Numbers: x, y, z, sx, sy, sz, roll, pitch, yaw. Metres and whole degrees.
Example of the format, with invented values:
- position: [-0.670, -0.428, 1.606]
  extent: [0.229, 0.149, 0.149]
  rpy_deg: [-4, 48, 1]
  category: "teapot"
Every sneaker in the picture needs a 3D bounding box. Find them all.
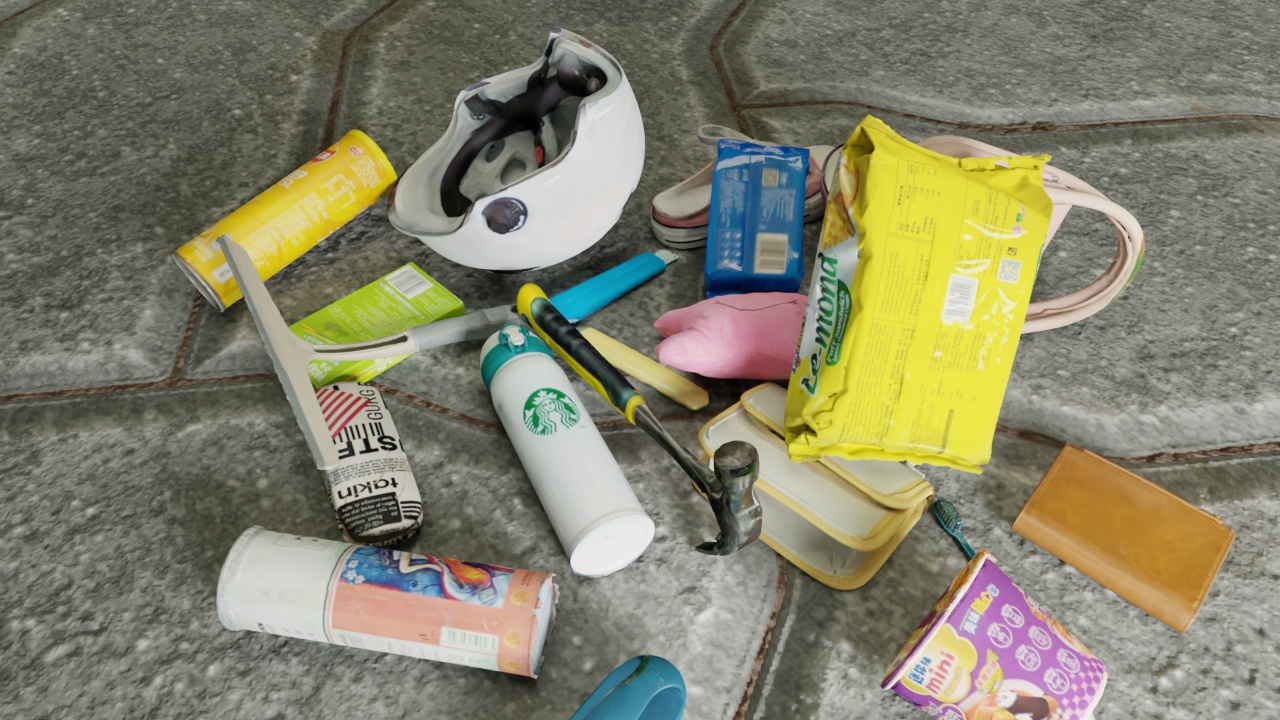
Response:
- position: [0.122, -0.191, 0.954]
  extent: [0.240, 0.088, 0.118]
  rpy_deg: [-19, 49, -17]
  category: "sneaker"

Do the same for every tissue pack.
- position: [0.111, -0.132, 0.880]
  extent: [0.095, 0.052, 0.157]
  rpy_deg: [4, 88, 4]
  category: "tissue pack"

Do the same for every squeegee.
- position: [-0.202, -0.021, 0.791]
  extent: [0.246, 0.039, 0.246]
  rpy_deg: [-12, 55, -37]
  category: "squeegee"

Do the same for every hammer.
- position: [-0.012, 0.034, 0.727]
  extent: [0.031, 0.126, 0.323]
  rpy_deg: [-26, 44, -22]
  category: "hammer"

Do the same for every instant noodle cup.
- position: [0.223, 0.192, 0.573]
  extent: [0.099, 0.112, 0.111]
  rpy_deg: [37, 56, 21]
  category: "instant noodle cup"

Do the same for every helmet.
- position: [-0.102, -0.177, 0.891]
  extent: [0.259, 0.146, 0.228]
  rpy_deg: [-36, 40, 10]
  category: "helmet"

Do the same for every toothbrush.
- position: [0.261, 0.172, 0.649]
  extent: [0.016, 0.018, 0.191]
  rpy_deg: [-14, 47, -13]
  category: "toothbrush"

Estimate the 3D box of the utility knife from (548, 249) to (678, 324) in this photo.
- position: [-0.028, -0.073, 0.888]
  extent: [0.165, 0.018, 0.034]
  rpy_deg: [-31, 66, -28]
  category: "utility knife"

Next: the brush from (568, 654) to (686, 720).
- position: [-0.024, 0.233, 0.550]
  extent: [0.055, 0.074, 0.143]
  rpy_deg: [33, 54, 22]
  category: "brush"

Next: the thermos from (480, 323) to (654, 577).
- position: [-0.067, 0.059, 0.720]
  extent: [0.073, 0.073, 0.224]
  rpy_deg: [-19, 49, -18]
  category: "thermos"

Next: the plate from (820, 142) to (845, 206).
- position: [0.265, -0.146, 0.923]
  extent: [0.192, 0.039, 0.192]
  rpy_deg: [10, 49, -12]
  category: "plate"

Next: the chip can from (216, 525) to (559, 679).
- position: [-0.167, 0.163, 0.620]
  extent: [0.215, 0.071, 0.071]
  rpy_deg: [8, 46, 6]
  category: "chip can"

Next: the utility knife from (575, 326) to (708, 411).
- position: [-0.005, 0.005, 0.814]
  extent: [0.152, 0.018, 0.030]
  rpy_deg: [26, 55, 26]
  category: "utility knife"

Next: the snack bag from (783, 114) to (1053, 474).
- position: [0.203, -0.037, 0.660]
  extent: [0.158, 0.246, 0.068]
  rpy_deg: [8, 8, -13]
  category: "snack bag"

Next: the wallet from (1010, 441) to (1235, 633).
- position: [0.365, 0.121, 0.687]
  extent: [0.131, 0.035, 0.118]
  rpy_deg: [33, 54, 26]
  category: "wallet"

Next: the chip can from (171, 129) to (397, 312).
- position: [-0.339, -0.137, 0.889]
  extent: [0.072, 0.072, 0.213]
  rpy_deg: [34, 65, 28]
  category: "chip can"

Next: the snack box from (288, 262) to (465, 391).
- position: [-0.247, -0.028, 0.837]
  extent: [0.086, 0.026, 0.156]
  rpy_deg: [35, 55, 29]
  category: "snack box"

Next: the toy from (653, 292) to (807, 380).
- position: [0.099, -0.025, 0.797]
  extent: [0.195, 0.075, 0.178]
  rpy_deg: [4, 18, 23]
  category: "toy"

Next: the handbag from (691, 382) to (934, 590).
- position: [0.150, 0.071, 0.722]
  extent: [0.163, 0.063, 0.178]
  rpy_deg: [34, 51, 27]
  category: "handbag"

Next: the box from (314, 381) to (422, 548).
- position: [-0.218, 0.073, 0.715]
  extent: [0.074, 0.064, 0.164]
  rpy_deg: [-31, 52, -8]
  category: "box"

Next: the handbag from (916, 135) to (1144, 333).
- position: [0.318, -0.086, 0.795]
  extent: [0.234, 0.194, 0.093]
  rpy_deg: [3, 46, -11]
  category: "handbag"
